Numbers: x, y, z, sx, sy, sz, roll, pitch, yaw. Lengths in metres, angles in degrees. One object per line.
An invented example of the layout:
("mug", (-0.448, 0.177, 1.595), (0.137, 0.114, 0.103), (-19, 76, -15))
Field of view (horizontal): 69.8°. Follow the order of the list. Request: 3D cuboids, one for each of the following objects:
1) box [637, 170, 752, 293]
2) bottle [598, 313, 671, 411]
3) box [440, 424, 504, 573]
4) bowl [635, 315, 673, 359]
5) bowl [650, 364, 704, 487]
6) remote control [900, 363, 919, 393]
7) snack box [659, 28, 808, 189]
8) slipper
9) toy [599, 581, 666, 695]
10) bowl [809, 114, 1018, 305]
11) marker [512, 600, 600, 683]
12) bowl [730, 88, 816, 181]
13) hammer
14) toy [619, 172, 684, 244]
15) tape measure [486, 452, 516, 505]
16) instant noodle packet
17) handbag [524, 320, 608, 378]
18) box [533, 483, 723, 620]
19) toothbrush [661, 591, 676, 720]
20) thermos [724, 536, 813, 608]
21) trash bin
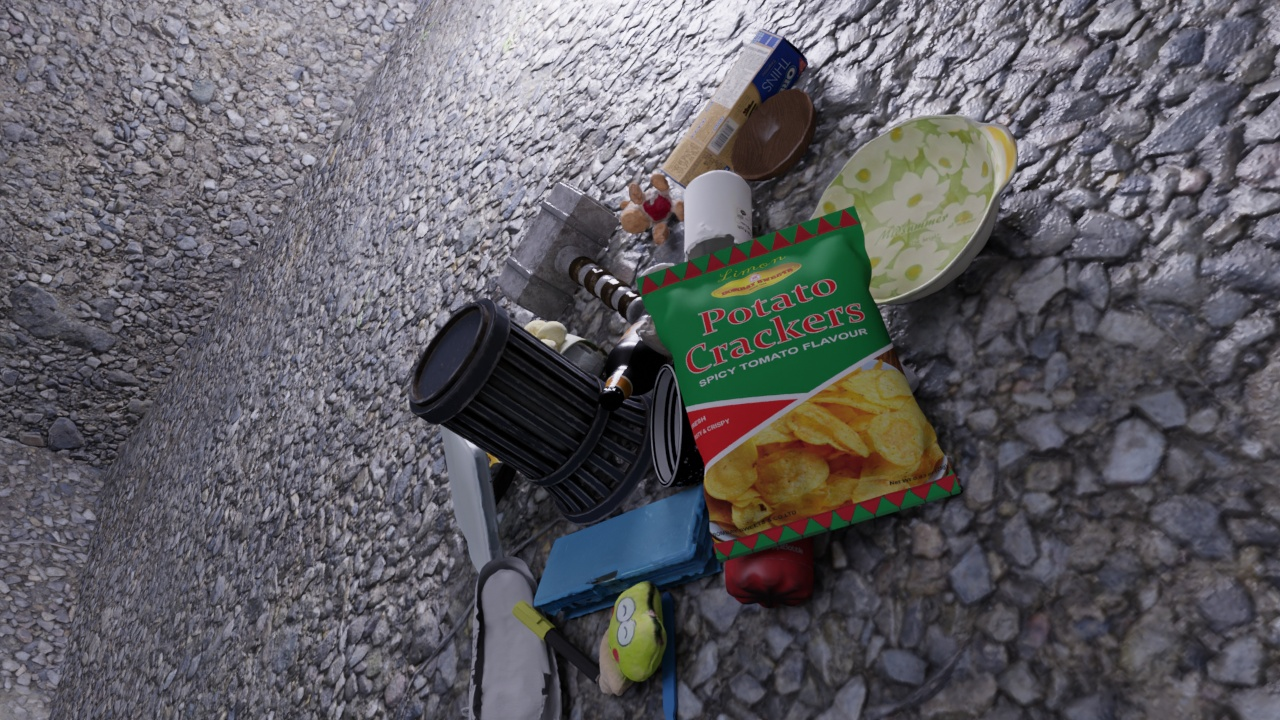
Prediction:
("box", (0.061, -0.139, 1.042), (0.151, 0.080, 0.106), (-26, 48, 35))
("bottle", (-0.006, 0.006, 0.964), (0.059, 0.059, 0.181), (-40, 6, 27))
("box", (-0.210, 0.157, 1.116), (0.189, 0.037, 0.209), (37, 137, 52))
("bowl", (0.090, -0.047, 0.916), (0.178, 0.081, 0.178), (-34, 9, 6))
("bowl", (0.055, 0.064, 0.903), (0.120, 0.066, 0.120), (180, 91, -77))
("remote control", (0.200, -0.002, 0.823), (0.033, 0.012, 0.131), (-51, 36, 10))
("snack box", (0.112, -0.293, 1.105), (0.207, 0.057, 0.056), (-53, 39, 11))
("slipper", (-0.137, 0.330, 0.966), (0.112, 0.075, 0.246), (-17, 48, 6))
("toy", (-0.011, 0.268, 0.865), (0.115, 0.046, 0.092), (-60, 25, 32))
("bowl", (0.242, -0.122, 0.815), (0.220, 0.060, 0.188), (-26, 47, 38))
("marker", (-0.085, 0.286, 0.937), (0.124, 0.021, 0.017), (30, 56, 33))
("bowl", (0.156, -0.249, 1.039), (0.118, 0.030, 0.117), (-31, 44, 36))
("hammer", (-0.056, -0.104, 1.175), (0.177, 0.079, 0.326), (-57, 40, 5))
("toy", (0.003, -0.191, 1.154), (0.074, 0.085, 0.106), (-48, 21, -20))
("tape measure", (-0.192, 0.152, 1.190), (0.064, 0.037, 0.065), (16, 77, 54))
("instant noodle packet", (0.121, 0.015, 0.751), (0.196, 0.090, 0.252), (-18, 73, 7))
("handbag", (-0.133, 0.037, 1.123), (0.113, 0.123, 0.171), (19, 76, 49))
("box", (-0.010, 0.200, 0.934), (0.232, 0.052, 0.093), (-28, 30, 37))
("toothbrush", (0.023, 0.291, 0.840), (0.016, 0.014, 0.166), (-32, 43, 35))
("thermos", (0.114, 0.094, 0.813), (0.073, 0.073, 0.239), (-26, 47, 40))
("trash bin", (-0.117, 0.051, 0.980), (0.165, 0.227, 0.164), (-36, 33, 28))
